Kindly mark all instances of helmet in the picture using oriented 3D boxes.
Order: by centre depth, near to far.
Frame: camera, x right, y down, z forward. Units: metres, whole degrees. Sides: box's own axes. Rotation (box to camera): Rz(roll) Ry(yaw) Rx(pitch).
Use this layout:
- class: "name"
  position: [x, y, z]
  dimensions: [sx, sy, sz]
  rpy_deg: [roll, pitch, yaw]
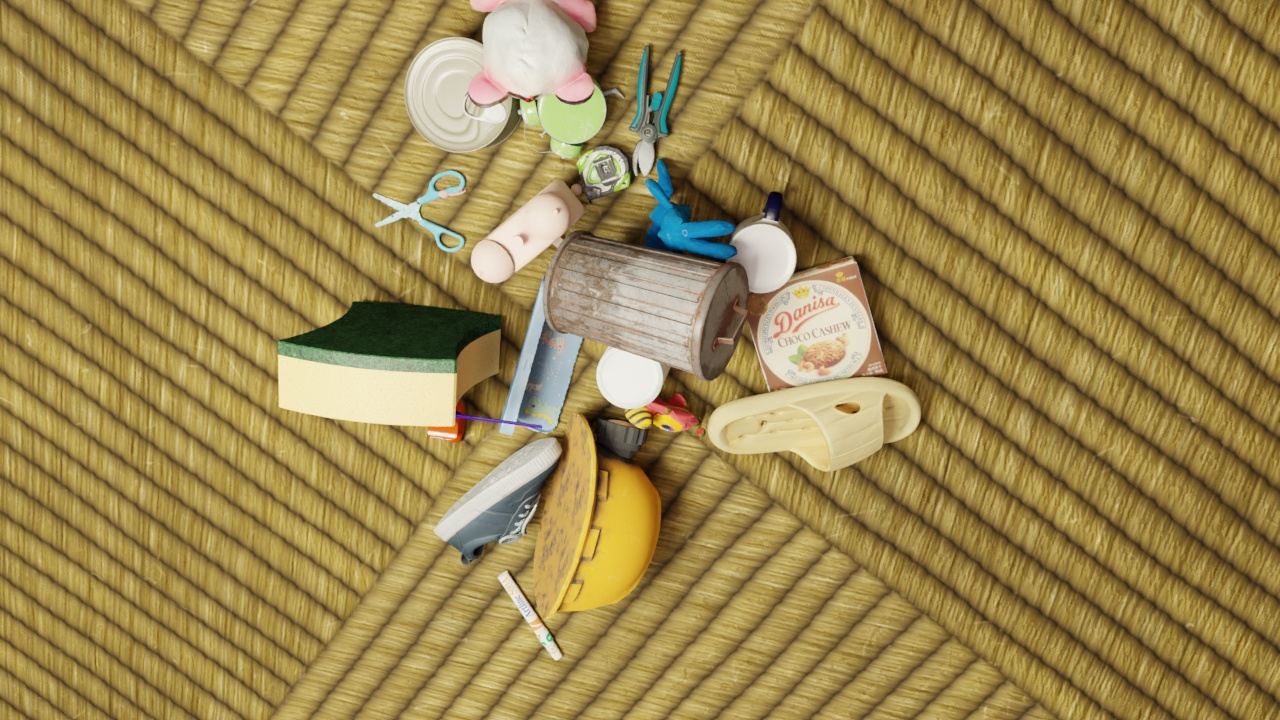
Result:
- class: "helmet"
  position: [-0.043, 0.202, 1.153]
  dimensions: [0.131, 0.205, 0.255]
  rpy_deg: [12, 93, -17]

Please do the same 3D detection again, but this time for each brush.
- class: "brush"
  position: [-0.286, -0.002, 1.084]
  dimensions: [0.195, 0.249, 0.075]
  rpy_deg: [6, 105, 3]

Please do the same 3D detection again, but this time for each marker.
- class: "marker"
  position: [-0.154, 0.358, 1.284]
  dimensions: [0.017, 0.017, 0.145]
  rpy_deg: [-30, 99, 14]

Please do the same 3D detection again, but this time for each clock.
- class: "clock"
  position: [-0.122, -0.144, 1.069]
  dimensions: [0.131, 0.160, 0.086]
  rpy_deg: [-36, 96, 14]
- class: "clock"
  position: [-0.087, -0.293, 1.074]
  dimensions: [0.119, 0.042, 0.094]
  rpy_deg: [-42, 115, 14]

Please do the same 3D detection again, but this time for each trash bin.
- class: "trash bin"
  position: [0.014, -0.063, 1.014]
  dimensions: [0.211, 0.130, 0.131]
  rpy_deg: [17, 107, 23]

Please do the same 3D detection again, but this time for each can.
- class: "can"
  position: [-0.204, -0.311, 1.081]
  dimensions: [0.128, 0.073, 0.128]
  rpy_deg: [2, 105, 7]

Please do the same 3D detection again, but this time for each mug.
- class: "mug"
  position: [0.145, -0.141, 1.068]
  dimensions: [0.078, 0.096, 0.112]
  rpy_deg: [14, 106, 4]
- class: "mug"
  position: [-0.007, 0.007, 1.124]
  dimensions: [0.082, 0.105, 0.082]
  rpy_deg: [2, 105, 7]

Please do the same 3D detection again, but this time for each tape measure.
- class: "tape measure"
  position: [-0.043, -0.228, 1.102]
  dimensions: [0.066, 0.035, 0.059]
  rpy_deg: [-21, 101, 13]

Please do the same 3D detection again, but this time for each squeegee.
- class: "squeegee"
  position: [-0.242, 0.073, 1.144]
  dimensions: [0.249, 0.185, 0.055]
  rpy_deg: [8, 72, -2]

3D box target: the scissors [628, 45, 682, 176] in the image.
- class: "scissors"
  position: [0.018, -0.298, 1.084]
  dimensions: [0.150, 0.019, 0.131]
  rpy_deg: [-32, 98, 14]

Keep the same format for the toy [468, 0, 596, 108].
- class: "toy"
  position: [-0.118, -0.377, 1.007]
  dimensions: [0.142, 0.084, 0.213]
  rpy_deg: [3, 79, -6]

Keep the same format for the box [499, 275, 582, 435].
- class: "box"
  position: [-0.116, 0.000, 1.163]
  dimensions: [0.079, 0.072, 0.210]
  rpy_deg: [16, 106, -11]

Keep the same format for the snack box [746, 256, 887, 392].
- class: "snack box"
  position: [0.210, -0.036, 1.116]
  dimensions: [0.143, 0.041, 0.147]
  rpy_deg: [-16, 103, 13]

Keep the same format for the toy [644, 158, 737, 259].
- class: "toy"
  position: [0.045, -0.154, 1.052]
  dimensions: [0.071, 0.176, 0.113]
  rpy_deg: [-16, 123, -19]

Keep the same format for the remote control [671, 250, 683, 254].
- class: "remote control"
  position: [0.050, -0.077, 1.140]
  dimensions: [0.033, 0.015, 0.147]
  rpy_deg: [-14, 103, 11]

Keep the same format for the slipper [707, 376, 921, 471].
- class: "slipper"
  position: [0.213, 0.084, 1.106]
  dimensions: [0.261, 0.079, 0.111]
  rpy_deg: [-5, 131, 4]

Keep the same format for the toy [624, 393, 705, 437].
- class: "toy"
  position: [0.030, 0.067, 1.144]
  dimensions: [0.103, 0.084, 0.046]
  rpy_deg: [7, 116, -32]

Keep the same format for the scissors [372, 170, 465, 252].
- class: "scissors"
  position: [-0.272, -0.179, 1.161]
  dimensions: [0.139, 0.015, 0.120]
  rpy_deg: [-20, 101, 19]

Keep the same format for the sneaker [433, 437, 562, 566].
- class: "sneaker"
  position: [-0.175, 0.190, 1.200]
  dimensions: [0.236, 0.089, 0.087]
  rpy_deg: [-39, 100, 28]
